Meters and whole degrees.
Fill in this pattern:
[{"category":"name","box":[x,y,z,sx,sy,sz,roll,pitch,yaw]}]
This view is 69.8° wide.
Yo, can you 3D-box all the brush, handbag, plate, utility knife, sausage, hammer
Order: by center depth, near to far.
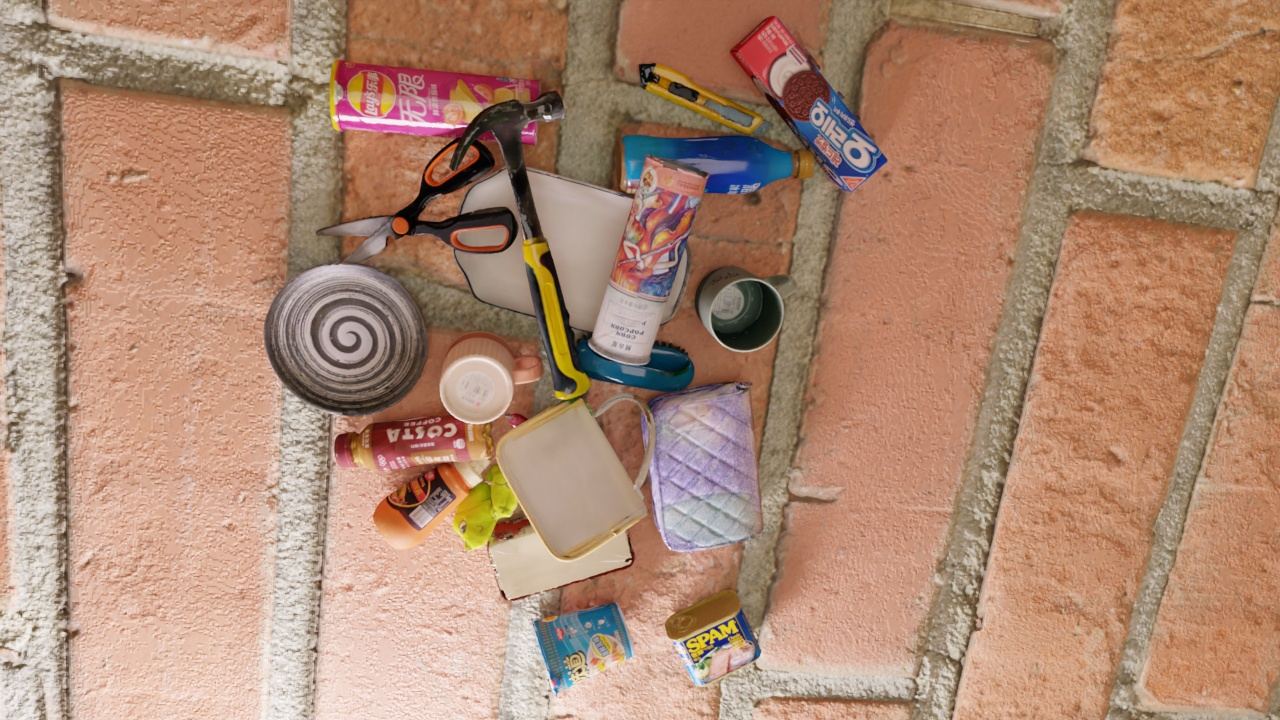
[{"category":"hammer","box":[-0.111,-0.108,0.971,0.126,0.032,0.323,-18,112,-15]},{"category":"utility knife","box":[0.073,-0.290,1.023,0.167,0.015,0.033,20,104,-12]},{"category":"plate","box":[-0.076,-0.120,1.030,0.265,0.034,0.162,14,104,-6]},{"category":"plate","box":[-0.329,-0.023,1.034,0.179,0.024,0.179,-2,106,-6]},{"category":"handbag","box":[-0.053,0.120,1.044,0.179,0.063,0.163,-31,83,3]},{"category":"brush","box":[-0.006,0.006,1.060,0.144,0.073,0.055,10,110,-10]},{"category":"handbag","box":[0.076,0.126,1.102,0.134,0.075,0.194,-9,107,-8]},{"category":"sausage","box":[-0.099,0.108,1.102,0.156,0.020,0.020,37,97,-14]}]

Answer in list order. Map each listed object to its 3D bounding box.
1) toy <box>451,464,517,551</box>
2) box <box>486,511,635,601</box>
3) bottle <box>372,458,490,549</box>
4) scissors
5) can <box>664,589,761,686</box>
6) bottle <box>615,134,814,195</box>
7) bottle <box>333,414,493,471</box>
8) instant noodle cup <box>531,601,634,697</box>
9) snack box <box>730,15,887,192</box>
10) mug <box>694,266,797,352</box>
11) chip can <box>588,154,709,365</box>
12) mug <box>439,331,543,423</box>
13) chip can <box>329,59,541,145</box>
[{"category":"toy","box":[-0.183,0.173,1.086,0.100,0.096,0.031,-23,146,28]},{"category":"box","box":[-0.096,0.223,1.102,0.168,0.077,0.091,-15,106,-4]},{"category":"bottle","box":[-0.239,0.157,1.077,0.149,0.067,0.067,-38,106,-4]},{"category":"scissors","box":[-0.241,-0.163,0.987,0.227,0.021,0.198,13,110,3]},{"category":"can","box":[0.094,0.355,1.172,0.102,0.057,0.083,-26,108,0]},{"category":"bottle","box":[0.084,-0.217,1.017,0.218,0.065,0.065,-1,104,-6]},{"category":"bottle","box":[-0.260,0.094,1.052,0.175,0.057,0.057,-7,105,3]},{"category":"instant noodle cup","box":[-0.069,0.351,1.135,0.110,0.099,0.099,-16,106,-12]},{"category":"snack box","box":[0.189,-0.282,1.019,0.058,0.057,0.207,-41,106,7]},{"category":"mug","box":[0.120,-0.068,1.039,0.112,0.106,0.082,-28,105,1]},{"category":"chip can","box":[0.008,-0.106,0.977,0.071,0.071,0.215,15,108,-11]},{"category":"mug","box":[-0.165,0.016,1.025,0.114,0.106,0.082,-7,105,-5]},{"category":"chip can","box":[-0.212,-0.270,0.963,0.210,0.071,0.071,3,104,-9]}]
